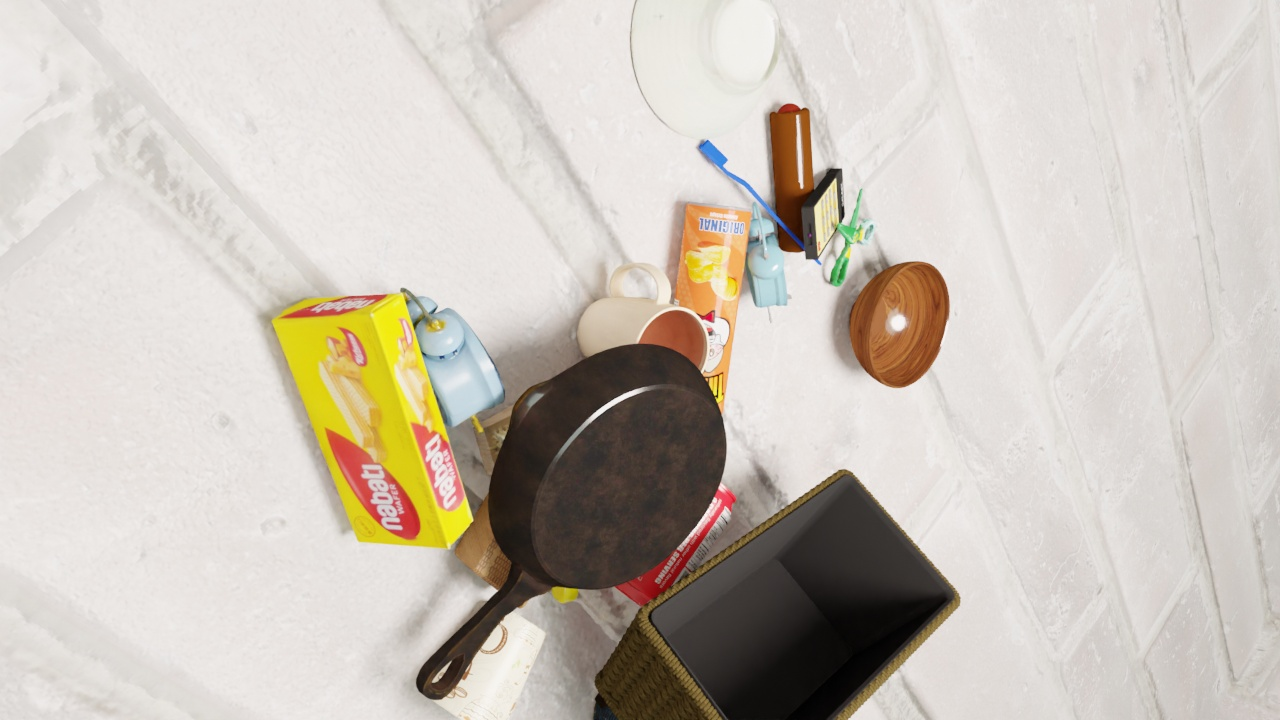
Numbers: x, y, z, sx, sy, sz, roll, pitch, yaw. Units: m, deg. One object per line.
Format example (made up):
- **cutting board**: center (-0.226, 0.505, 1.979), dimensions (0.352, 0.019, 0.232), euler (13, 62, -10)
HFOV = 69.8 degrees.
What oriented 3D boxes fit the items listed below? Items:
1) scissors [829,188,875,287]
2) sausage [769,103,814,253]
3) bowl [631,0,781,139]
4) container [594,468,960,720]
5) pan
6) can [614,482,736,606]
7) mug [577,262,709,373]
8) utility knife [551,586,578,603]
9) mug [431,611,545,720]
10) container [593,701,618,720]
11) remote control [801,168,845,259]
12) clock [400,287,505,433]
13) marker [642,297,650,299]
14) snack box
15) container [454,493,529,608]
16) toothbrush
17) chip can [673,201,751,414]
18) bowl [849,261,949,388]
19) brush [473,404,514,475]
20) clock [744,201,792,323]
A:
- **scissors**: center (0.238, -0.141, 1.014), dimensions (0.119, 0.012, 0.129), euler (-41, 148, -36)
- **sausage**: center (0.158, -0.186, 0.947), dimensions (0.040, 0.040, 0.156), euler (-23, 117, -32)
- **bowl**: center (0.078, -0.292, 0.839), dimensions (0.176, 0.058, 0.177), euler (-12, 110, -35)
- **container**: center (0.121, 0.284, 0.908), dimensions (0.320, 0.176, 0.206), euler (-24, 157, -40)
- **pan**: center (-0.057, 0.148, 0.765), dimensions (0.356, 0.043, 0.248), euler (-50, 134, -4)
- **can**: center (0.032, 0.181, 0.929), dimensions (0.142, 0.074, 0.074), euler (-53, 128, -14)
- **mug**: center (-0.003, -0.032, 0.821), dimensions (0.085, 0.104, 0.111), euler (-8, 107, -37)
- **utility knife**: center (-0.063, 0.149, 0.875), dimensions (0.020, 0.029, 0.171), euler (-3, 105, -42)
- **mug**: center (-0.130, 0.284, 0.844), dimensions (0.097, 0.081, 0.122), euler (-58, 151, -19)
- **container**: center (0.042, 0.420, 1.009), dimensions (0.187, 0.071, 0.145), euler (-8, 108, -37)
- **remote control**: center (0.192, -0.155, 0.957), dimensions (0.133, 0.013, 0.058), euler (-51, 137, -52)
- **clock**: center (-0.155, -0.004, 0.720), dimensions (0.051, 0.089, 0.124), euler (-32, 123, -20)
- **marker**: center (-0.005, 0.005, 0.888), dimensions (0.014, 0.014, 0.132), euler (6, 99, -39)
- **snack box**: center (-0.198, 0.049, 0.694), dimensions (0.042, 0.092, 0.201), euler (-52, 136, -55)
- **container**: center (-0.112, 0.152, 0.819), dimensions (0.061, 0.063, 0.114), euler (35, 80, -32)
- **toothbrush**: center (0.126, -0.156, 0.920), dimensions (0.186, 0.016, 0.011), euler (39, 107, -26)
- **chip can**: center (0.063, -0.046, 0.896), dimensions (0.062, 0.062, 0.210), euler (-2, 104, -38)
- **bowl**: center (0.288, -0.047, 1.069), dimensions (0.147, 0.069, 0.147), euler (-13, 111, -36)
- **brush**: center (-0.089, 0.060, 0.822), dimensions (0.116, 0.039, 0.049), euler (-26, 116, -32)
- **clock**: center (0.125, -0.103, 0.915), dimensions (0.042, 0.087, 0.123), euler (-12, 132, 4)
